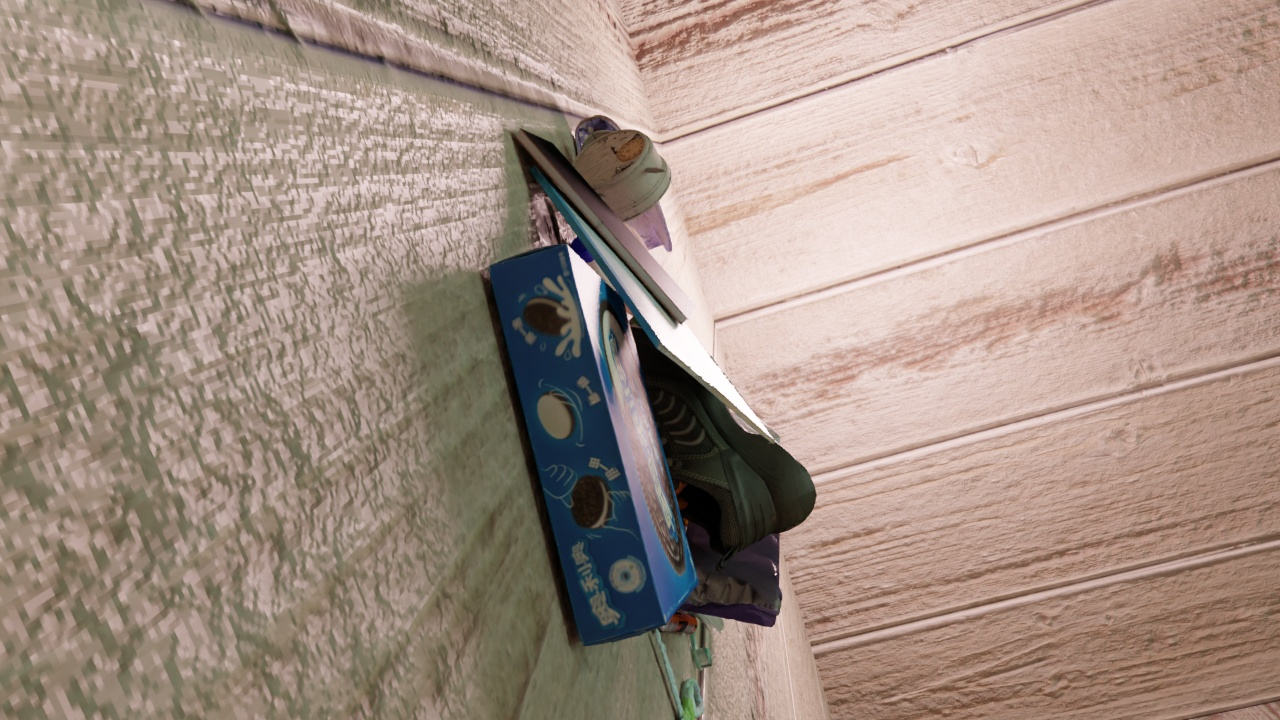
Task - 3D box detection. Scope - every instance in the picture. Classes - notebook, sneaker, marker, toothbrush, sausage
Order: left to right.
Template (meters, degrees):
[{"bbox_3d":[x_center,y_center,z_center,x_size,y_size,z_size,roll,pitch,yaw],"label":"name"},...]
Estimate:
[{"bbox_3d":[-0.043,-0.096,0.929,0.141,0.020,0.020,42,33,-75],"label":"marker"},{"bbox_3d":[-0.025,-0.119,0.821,0.209,0.008,0.141,48,10,-3],"label":"notebook"},{"bbox_3d":[0.007,-0.049,0.756,0.181,0.009,0.253,40,12,-47],"label":"notebook"},{"bbox_3d":[0.020,0.086,0.795,0.238,0.142,0.101,44,-26,21],"label":"sneaker"},{"bbox_3d":[0.032,0.229,0.807,0.155,0.020,0.020,52,24,-69],"label":"sausage"},{"bbox_3d":[0.047,0.235,0.902,0.022,0.017,0.135,18,55,-65],"label":"toothbrush"}]

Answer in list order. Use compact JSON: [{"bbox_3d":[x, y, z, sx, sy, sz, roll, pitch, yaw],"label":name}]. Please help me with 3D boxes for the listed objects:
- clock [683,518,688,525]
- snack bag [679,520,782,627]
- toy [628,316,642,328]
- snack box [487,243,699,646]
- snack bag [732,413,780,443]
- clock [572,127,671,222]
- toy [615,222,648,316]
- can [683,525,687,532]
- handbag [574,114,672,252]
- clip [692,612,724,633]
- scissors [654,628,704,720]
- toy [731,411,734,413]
[{"bbox_3d":[0.065,0.152,1.106,0.099,0.044,0.129,53,30,-68],"label":"clock"},{"bbox_3d":[0.083,0.169,0.844,0.205,0.096,0.058,-62,162,-71],"label":"snack bag"},{"bbox_3d":[-0.005,0.005,0.911,0.079,0.038,0.123,36,-34,65],"label":"toy"},{"bbox_3d":[-0.025,0.056,0.629,0.195,0.056,0.238,35,40,-79],"label":"snack box"},{"bbox_3d":[0.119,0.177,1.075,0.077,0.041,0.225,-137,-129,-62],"label":"snack bag"},{"bbox_3d":[-0.032,-0.210,0.976,0.061,0.103,0.156,57,3,-42],"label":"clock"},{"bbox_3d":[-0.013,-0.103,1.045,0.105,0.053,0.108,-122,-166,-80],"label":"toy"},{"bbox_3d":[0.089,0.208,0.967,0.116,0.092,0.056,-80,153,-72],"label":"can"},{"bbox_3d":[-0.025,-0.202,1.113,0.126,0.069,0.159,62,0,34],"label":"handbag"},{"bbox_3d":[0.049,0.217,0.887,0.102,0.046,0.055,54,32,-35],"label":"clip"},{"bbox_3d":[0.036,0.294,0.747,0.172,0.023,0.171,-41,118,-75],"label":"scissors"},{"bbox_3d":[0.095,0.090,1.220,0.085,0.106,0.074,53,42,-48],"label":"toy"}]
